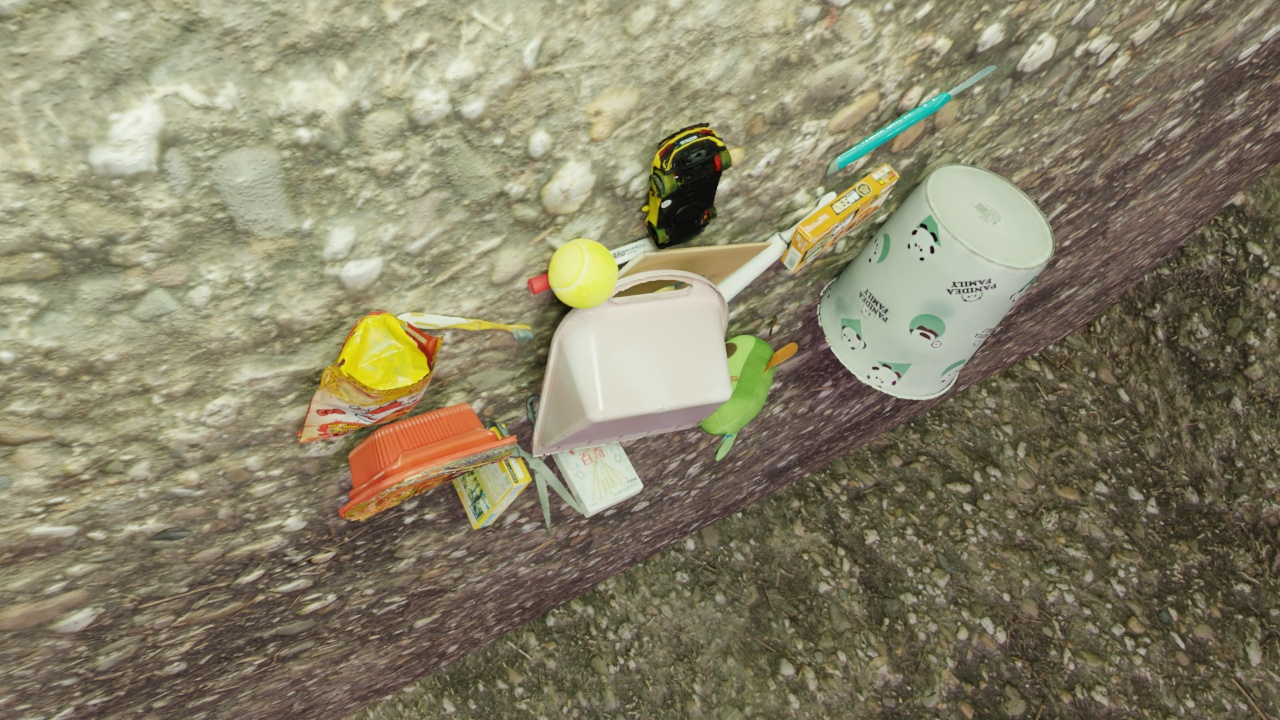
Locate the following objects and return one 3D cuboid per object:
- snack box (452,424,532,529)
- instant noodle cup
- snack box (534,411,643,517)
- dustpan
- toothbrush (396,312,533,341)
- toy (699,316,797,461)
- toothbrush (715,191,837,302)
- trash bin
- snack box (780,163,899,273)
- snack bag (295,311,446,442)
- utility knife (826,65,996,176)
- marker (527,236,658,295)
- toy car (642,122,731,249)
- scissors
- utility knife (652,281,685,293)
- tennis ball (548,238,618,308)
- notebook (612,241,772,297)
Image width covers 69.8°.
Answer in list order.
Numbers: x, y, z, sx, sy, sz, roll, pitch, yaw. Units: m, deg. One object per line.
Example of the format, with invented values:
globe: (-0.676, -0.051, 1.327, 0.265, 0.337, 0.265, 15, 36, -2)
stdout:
snack box: (-0.202, 0.157, 1.226, 0.033, 0.087, 0.141, -11, 154, -43)
instant noodle cup: (-0.245, 0.109, 1.017, 0.164, 0.079, 0.189, -17, 170, -40)
snack box: (-0.071, 0.123, 1.223, 0.084, 0.156, 0.027, -22, 160, -24)
dustpan: (-0.006, 0.006, 1.044, 0.222, 0.138, 0.274, -8, 168, -22)
toothbrush: (-0.166, -0.031, 0.894, 0.016, 0.018, 0.191, -40, 159, 24)
toy: (0.136, 0.030, 1.333, 0.228, 0.090, 0.246, -36, -164, 31)
toothbrush: (0.149, -0.126, 1.103, 0.221, 0.026, 0.026, -41, 171, 23)
trash bin: (0.398, -0.109, 1.233, 0.229, 0.229, 0.253, -18, 154, -32)
snack box: (0.233, -0.167, 1.076, 0.153, 0.026, 0.075, -36, 165, -21)
snack bag: (-0.253, 0.027, 0.865, 0.128, 0.073, 0.208, -20, 167, -30)
utility knife: (0.288, -0.258, 0.983, 0.205, 0.013, 0.029, -30, 160, 11)
marker: (-0.043, -0.096, 0.911, 0.145, 0.017, 0.017, -22, 160, -21)
toy car: (0.038, -0.154, 0.839, 0.071, 0.041, 0.156, -25, 160, -12)
scissors: (-0.131, 0.124, 1.145, 0.014, 0.175, 0.159, 41, 65, -67)
utility knife: (-0.022, -0.049, 1.033, 0.165, 0.018, 0.031, -23, 173, 10)
tennis ball: (-0.054, -0.081, 0.858, 0.065, 0.065, 0.065, -26, 161, -10)
notebook: (0.034, -0.090, 1.022, 0.207, 0.008, 0.148, -11, 163, -43)
